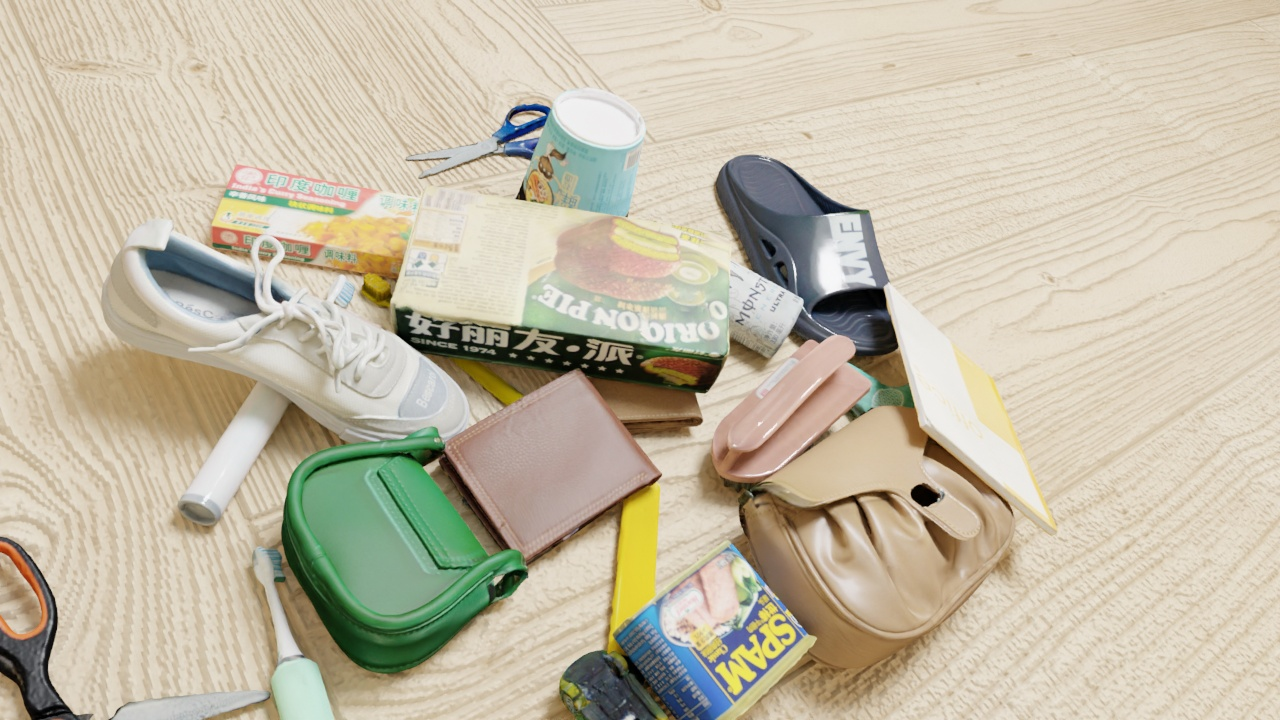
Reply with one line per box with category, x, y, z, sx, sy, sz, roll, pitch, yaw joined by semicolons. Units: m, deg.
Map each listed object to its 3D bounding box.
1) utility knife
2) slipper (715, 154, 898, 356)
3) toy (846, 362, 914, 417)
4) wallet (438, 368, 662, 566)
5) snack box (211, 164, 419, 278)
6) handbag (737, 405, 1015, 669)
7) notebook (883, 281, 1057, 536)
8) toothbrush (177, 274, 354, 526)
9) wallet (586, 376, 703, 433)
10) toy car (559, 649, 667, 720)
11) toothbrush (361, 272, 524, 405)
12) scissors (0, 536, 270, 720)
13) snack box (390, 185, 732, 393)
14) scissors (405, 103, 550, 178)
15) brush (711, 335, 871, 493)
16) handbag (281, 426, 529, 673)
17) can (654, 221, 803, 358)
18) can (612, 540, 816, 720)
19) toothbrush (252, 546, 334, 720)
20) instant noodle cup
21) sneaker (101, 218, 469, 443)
utility knife;-0.001;0.144;0.612;0.033;0.015;0.153;19;46;-14
slipper;0.154;-0.118;0.847;0.110;0.084;0.268;-9;53;-24
toy;0.178;0.031;0.765;0.092;0.030;0.096;32;55;15
wallet;-0.061;0.073;0.631;0.124;0.032;0.101;-30;70;-25
snack box;-0.251;-0.109;0.733;0.155;0.027;0.076;9;48;-13
handbag;0.170;0.113;0.641;0.203;0.100;0.148;-25;66;-41
notebook;0.257;0.031;0.734;0.146;0.010;0.205;38;29;-16
toothbrush;-0.247;0.015;0.629;0.026;0.027;0.220;51;36;-32
wallet;-0.004;0.004;0.721;0.090;0.033;0.115;-2;53;-17
toy car;-0.011;0.213;0.535;0.043;0.036;0.091;-27;65;-34
toothbrush;-0.140;-0.008;0.692;0.190;0.017;0.015;36;50;13
scissors;-0.316;0.186;0.465;0.234;0.022;0.220;-16;63;-30
snack box;-0.054;-0.053;0.687;0.240;0.063;0.114;8;59;-6
scissors;-0.141;-0.210;0.869;0.171;0.012;0.140;4;52;-15
brush;0.108;0.039;0.692;0.063;0.073;0.145;40;59;23
handbag;-0.146;0.109;0.555;0.120;0.068;0.131;-27;64;-35
can;0.062;-0.060;0.780;0.147;0.058;0.058;30;48;6
can;0.045;0.171;0.564;0.101;0.057;0.083;-26;69;-44
toothbrush;-0.180;0.197;0.497;0.027;0.026;0.224;26;29;-56
instant noodle cup;-0.050;-0.162;0.785;0.111;0.121;0.111;10;48;-11
sneaker;-0.213;-0.018;0.592;0.242;0.091;0.089;26;48;-22
